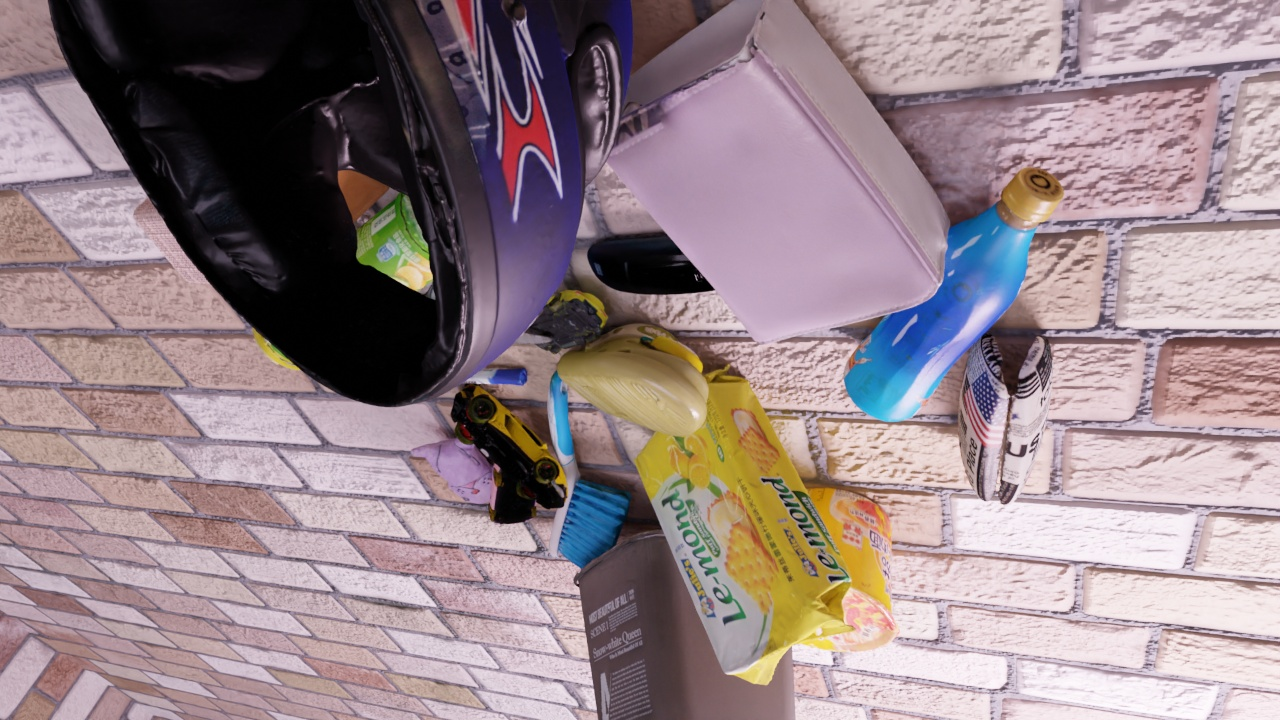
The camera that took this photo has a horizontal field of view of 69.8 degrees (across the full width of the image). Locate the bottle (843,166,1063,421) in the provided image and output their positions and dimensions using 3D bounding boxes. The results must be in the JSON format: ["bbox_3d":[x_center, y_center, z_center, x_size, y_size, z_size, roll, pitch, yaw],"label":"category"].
[{"bbox_3d":[0.208,-0.039,0.618,0.065,0.065,0.219,22,142,-1],"label":"bottle"}]

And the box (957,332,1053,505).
[{"bbox_3d":[0.263,0.048,0.697,0.081,0.074,0.164,15,145,24],"label":"box"}]

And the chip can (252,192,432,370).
[{"bbox_3d":[-0.229,-0.066,0.754,0.222,0.072,0.072,-28,121,32],"label":"chip can"}]

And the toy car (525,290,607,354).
[{"bbox_3d":[-0.067,-0.036,0.777,0.048,0.032,0.105,41,149,-22],"label":"toy car"}]

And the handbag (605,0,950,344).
[{"bbox_3d":[0.080,-0.110,0.568,0.145,0.098,0.197,-22,126,39],"label":"handbag"}]

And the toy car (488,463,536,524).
[{"bbox_3d":[-0.137,0.137,0.998,0.056,0.037,0.123,-1,140,-16],"label":"toy car"}]

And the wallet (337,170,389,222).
[{"bbox_3d":[-0.268,-0.134,0.683,0.108,0.031,0.131,-41,143,11],"label":"wallet"}]

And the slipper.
[{"bbox_3d":[-0.005,0.004,0.761,0.091,0.081,0.191,38,165,-24],"label":"slipper"}]

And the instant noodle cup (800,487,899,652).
[{"bbox_3d":[0.178,0.196,0.873,0.138,0.109,0.138,13,140,11],"label":"instant noodle cup"}]

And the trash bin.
[{"bbox_3d":[0.049,0.309,0.935,0.198,0.219,0.200,12,146,-26],"label":"trash bin"}]

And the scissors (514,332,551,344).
[{"bbox_3d":[-0.182,-0.030,0.825,0.221,0.015,0.190,25,146,0],"label":"scissors"}]

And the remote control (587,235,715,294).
[{"bbox_3d":[0.020,-0.071,0.700,0.137,0.024,0.053,0,136,25],"label":"remote control"}]

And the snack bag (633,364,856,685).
[{"bbox_3d":[0.085,0.138,0.782,0.068,0.246,0.158,-9,151,-30],"label":"snack bag"}]

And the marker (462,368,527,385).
[{"bbox_3d":[-0.178,0.015,0.892,0.146,0.016,0.017,1,137,21],"label":"marker"}]

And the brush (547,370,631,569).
[{"bbox_3d":[-0.060,0.129,0.954,0.109,0.060,0.315,22,139,5],"label":"brush"}]

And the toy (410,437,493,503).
[{"bbox_3d":[-0.189,0.118,1.008,0.084,0.038,0.108,-18,129,12],"label":"toy"}]

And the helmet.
[{"bbox_3d":[-0.118,-0.162,0.467,0.248,0.239,0.315,-12,110,37],"label":"helmet"}]

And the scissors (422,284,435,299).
[{"bbox_3d":[-0.208,-0.052,0.836,0.159,0.014,0.182,41,139,-24],"label":"scissors"}]

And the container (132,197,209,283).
[{"bbox_3d":[-0.342,-0.117,0.763,0.111,0.089,0.090,2,138,27],"label":"container"}]

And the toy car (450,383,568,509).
[{"bbox_3d":[-0.128,0.087,0.912,0.156,0.041,0.071,44,146,1],"label":"toy car"}]
